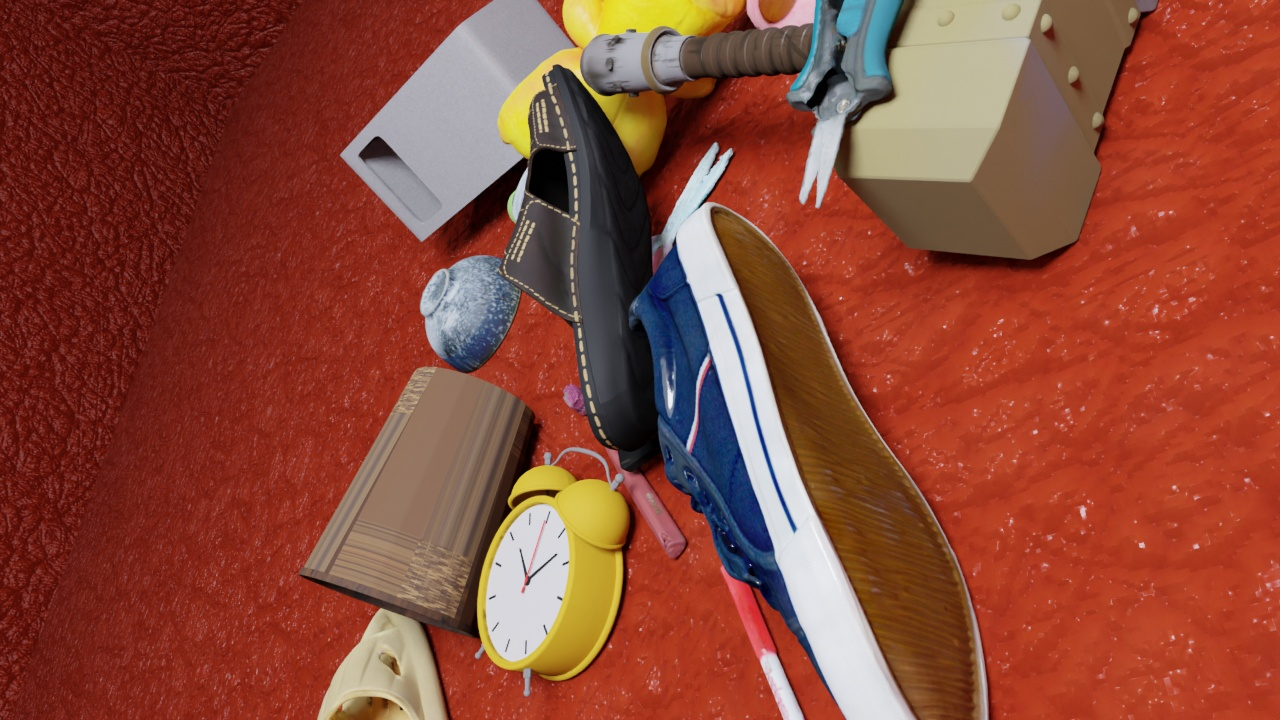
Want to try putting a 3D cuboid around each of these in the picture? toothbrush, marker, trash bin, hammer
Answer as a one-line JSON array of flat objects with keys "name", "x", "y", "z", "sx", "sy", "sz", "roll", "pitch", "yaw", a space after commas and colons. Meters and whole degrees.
[{"name": "toothbrush", "x": -0.016, "y": 0.066, "z": 0.609, "sx": 0.016, "sy": 0.016, "sz": 0.190, "roll": -55, "pitch": 34, "yaw": 12}, {"name": "marker", "x": 0.067, "y": 0.155, "z": 0.444, "sx": 0.013, "sy": 0.012, "sz": 0.142, "roll": -48, "pitch": 37, "yaw": 21}, {"name": "trash bin", "x": -0.167, "y": -0.233, "z": 0.888, "sx": 0.230, "sy": 0.114, "sz": 0.114, "roll": -27, "pitch": 22, "yaw": 42}, {"name": "hammer", "x": 0.083, "y": -0.171, "z": 0.504, "sx": 0.325, "sy": 0.100, "sz": 0.190, "roll": 14, "pitch": 80, "yaw": 45}]

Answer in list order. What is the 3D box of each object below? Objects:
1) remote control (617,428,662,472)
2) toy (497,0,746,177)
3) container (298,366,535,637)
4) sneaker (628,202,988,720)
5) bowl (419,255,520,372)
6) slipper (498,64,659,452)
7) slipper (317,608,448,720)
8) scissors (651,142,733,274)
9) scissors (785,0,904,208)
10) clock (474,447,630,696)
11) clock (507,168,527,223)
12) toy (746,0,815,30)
[{"name": "remote control", "x": -0.004, "y": 0.004, "z": 0.619, "sx": 0.047, "sy": 0.022, "sz": 0.150, "roll": -36, "pitch": 47, "yaw": 28}, {"name": "toy", "x": -0.007, "y": -0.208, "z": 0.674, "sx": 0.194, "sy": 0.134, "sz": 0.087, "roll": -50, "pitch": 33, "yaw": 28}, {"name": "container", "x": -0.154, "y": 0.102, "z": 0.681, "sx": 0.132, "sy": 0.132, "sz": 0.167, "roll": -9, "pitch": 55, "yaw": 51}, {"name": "sneaker", "x": 0.054, "y": 0.063, "z": 0.437, "sx": 0.127, "sy": 0.120, "sz": 0.294, "roll": -45, "pitch": 45, "yaw": 26}, {"name": "bowl", "x": -0.168, "y": -0.052, "z": 0.854, "sx": 0.115, "sy": 0.060, "sz": 0.114, "roll": -33, "pitch": 45, "yaw": 39}, {"name": "slipper", "x": -0.040, "y": -0.067, "z": 0.586, "sx": 0.076, "sy": 0.113, "sz": 0.267, "roll": -16, "pitch": 66, "yaw": 19}, {"name": "slipper", "x": -0.193, "y": 0.278, "z": 0.655, "sx": 0.111, "sy": 0.079, "sz": 0.261, "roll": -60, "pitch": 34, "yaw": 12}, {"name": "scissors", "x": 0.009, "y": -0.091, "z": 0.682, "sx": 0.103, "sy": 0.016, "sz": 0.179, "roll": 29, "pitch": 93, "yaw": 55}, {"name": "scissors", "x": 0.093, "y": -0.139, "z": 0.392, "sx": 0.142, "sy": 0.019, "sz": 0.127, "roll": -45, "pitch": 47, "yaw": 19}, {"name": "clock", "x": -0.057, "y": 0.131, "z": 0.593, "sx": 0.114, "sy": 0.052, "sz": 0.152, "roll": 7, "pitch": 78, "yaw": 55}, {"name": "clock", "x": -0.077, "y": -0.150, "z": 0.812, "sx": 0.094, "sy": 0.042, "sz": 0.119, "roll": -54, "pitch": 35, "yaw": 12}, {"name": "toy", "x": 0.121, "y": -0.262, "z": 0.611, "sx": 0.110, "sy": 0.051, "sz": 0.090, "roll": -51, "pitch": 41, "yaw": 15}]
